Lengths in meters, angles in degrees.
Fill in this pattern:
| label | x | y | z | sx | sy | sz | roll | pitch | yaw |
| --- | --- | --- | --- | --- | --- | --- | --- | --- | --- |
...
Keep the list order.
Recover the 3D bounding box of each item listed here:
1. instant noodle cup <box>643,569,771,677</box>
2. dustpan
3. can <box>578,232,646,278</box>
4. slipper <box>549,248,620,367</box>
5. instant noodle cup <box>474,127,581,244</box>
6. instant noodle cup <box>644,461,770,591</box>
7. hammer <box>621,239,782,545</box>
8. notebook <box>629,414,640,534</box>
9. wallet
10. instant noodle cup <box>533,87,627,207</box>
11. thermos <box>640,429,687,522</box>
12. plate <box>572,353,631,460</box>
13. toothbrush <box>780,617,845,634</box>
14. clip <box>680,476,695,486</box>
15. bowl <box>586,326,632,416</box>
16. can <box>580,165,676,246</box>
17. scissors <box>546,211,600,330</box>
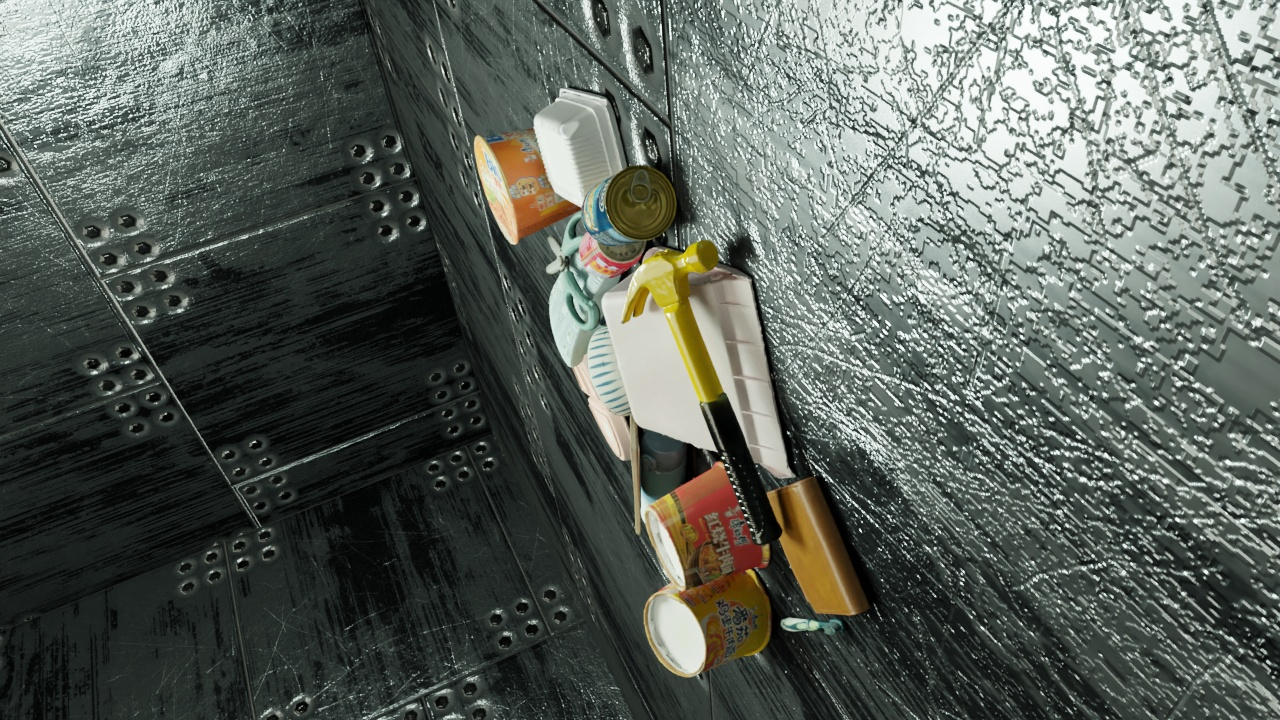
| label | x | y | z | sx | sy | sz | roll | pitch | yaw |
| --- | --- | --- | --- | --- | --- | --- | --- | --- | --- |
| instant noodle cup | 0.079 | 0.324 | 1.152 | 0.138 | 0.109 | 0.138 | 16 | 112 | 44 |
| dustpan | 0.072 | -0.022 | 0.993 | 0.274 | 0.138 | 0.223 | 9 | 122 | 40 |
| can | -0.033 | -0.136 | 1.082 | 0.094 | 0.066 | 0.066 | 161 | 87 | -75 |
| slipper | -0.068 | -0.087 | 1.274 | 0.104 | 0.074 | 0.246 | 66 | 150 | 25 |
| instant noodle cup | -0.145 | -0.244 | 1.237 | 0.151 | 0.111 | 0.152 | 59 | 163 | 31 |
| instant noodle cup | 0.074 | 0.204 | 1.099 | 0.138 | 0.108 | 0.138 | 158 | 90 | -76 |
| hammer | 0.069 | 0.037 | 0.886 | 0.129 | 0.032 | 0.301 | -16 | 99 | 48 |
| notebook | -0.007 | 0.109 | 1.253 | 0.211 | 0.012 | 0.150 | -92 | 0 | -55 |
| wallet | 0.165 | 0.184 | 0.896 | 0.119 | 0.035 | 0.130 | 128 | 121 | -73 |
| instant noodle cup | -0.074 | -0.245 | 1.095 | 0.173 | 0.060 | 0.138 | -136 | 28 | -60 |
| thermos | 0.030 | 0.163 | 1.272 | 0.070 | 0.070 | 0.221 | 59 | 164 | 31 |
| plate | -0.067 | 0.064 | 1.504 | 0.229 | 0.028 | 0.230 | 61 | 170 | 18 |
| toothbrush | 0.185 | 0.294 | 1.015 | 0.016 | 0.018 | 0.192 | 65 | 165 | 10 |
| clip | 0.078 | 0.173 | 1.226 | 0.056 | 0.027 | 0.024 | 13 | 126 | 59 |
| bowl | -0.007 | 0.007 | 1.151 | 0.066 | 0.116 | 0.116 | -16 | 97 | 31 |
| can | -0.015 | -0.161 | 0.971 | 0.111 | 0.075 | 0.075 | -170 | 59 | -73 |
| scissors | -0.081 | -0.133 | 1.193 | 0.170 | 0.019 | 0.181 | 60 | 144 | 35 |
